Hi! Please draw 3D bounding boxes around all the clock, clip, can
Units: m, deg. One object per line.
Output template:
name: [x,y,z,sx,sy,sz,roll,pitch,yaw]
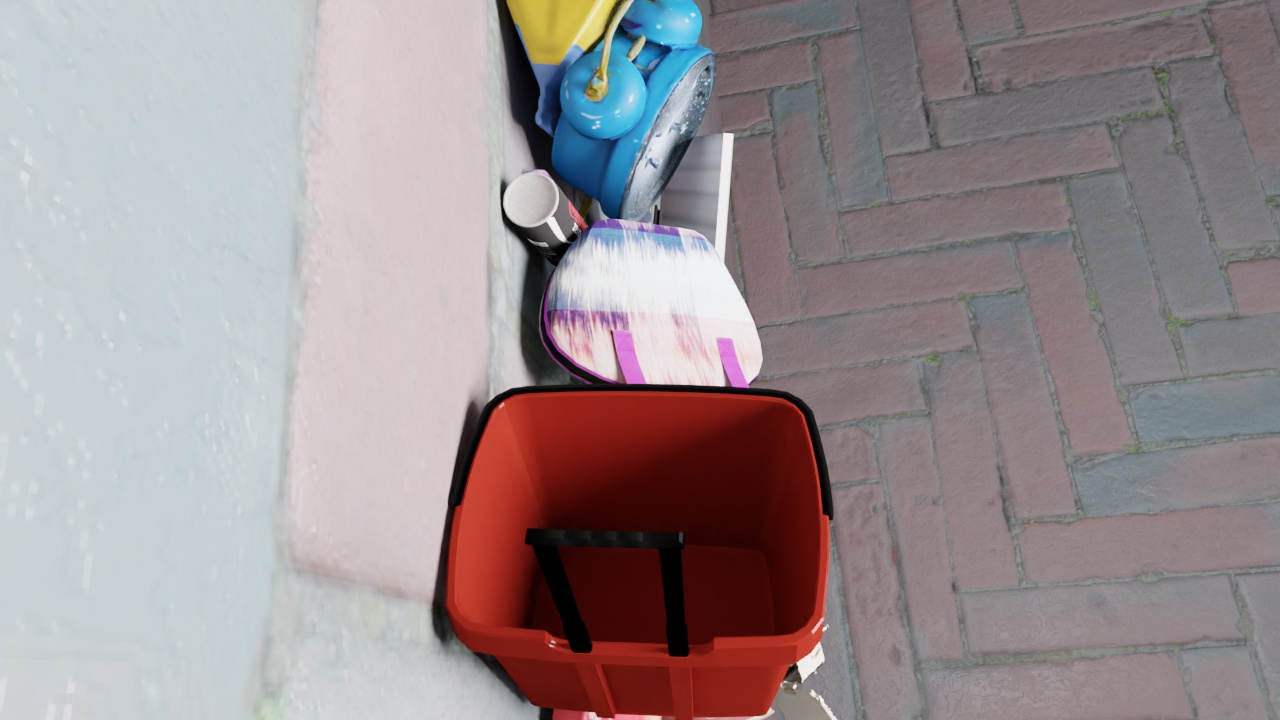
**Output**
clock: [-0.003,-0.154,0.549,0.116,0.060,0.162,-56,169,-25]
clip: [-0.058,-0.099,0.552,0.052,0.013,0.036,7,76,-83]
can: [-0.050,-0.077,0.517,0.080,0.031,0.031,45,39,-74]

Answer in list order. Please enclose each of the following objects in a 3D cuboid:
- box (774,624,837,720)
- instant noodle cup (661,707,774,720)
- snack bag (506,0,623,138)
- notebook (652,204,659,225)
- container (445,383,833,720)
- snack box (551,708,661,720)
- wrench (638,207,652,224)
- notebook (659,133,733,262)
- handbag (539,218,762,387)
box: [0.112,0.224,0.764,0.100,0.145,0.186,-42,108,-31]
instant noodle cup: [0.023,0.182,0.591,0.100,0.100,0.112,46,29,-74]
snack bag: [-0.033,-0.235,0.584,0.159,0.102,0.205,-7,104,-80]
notebook: [0.036,-0.031,1.001,0.168,0.019,0.232,-84,166,-57]
container: [0.000,0.064,0.359,0.201,0.148,0.126,85,8,-50]
snack box: [-0.014,0.173,0.472,0.089,0.021,0.132,52,37,-49]
wrench: [0.000,-0.094,0.851,0.073,0.022,0.272,72,14,-48]
notebook: [0.032,-0.051,0.652,0.142,0.009,0.210,-139,-129,-72]
handbag: [0.019,0.008,0.500,0.068,0.144,0.169,-56,-137,40]
